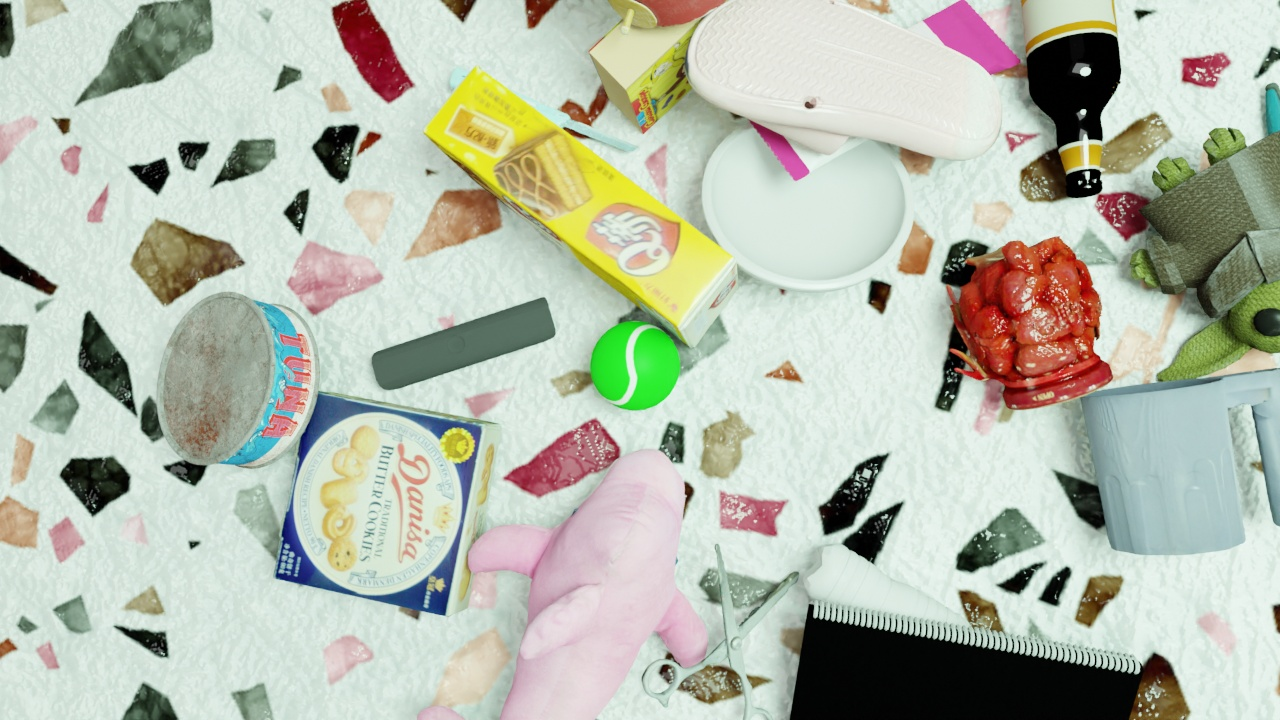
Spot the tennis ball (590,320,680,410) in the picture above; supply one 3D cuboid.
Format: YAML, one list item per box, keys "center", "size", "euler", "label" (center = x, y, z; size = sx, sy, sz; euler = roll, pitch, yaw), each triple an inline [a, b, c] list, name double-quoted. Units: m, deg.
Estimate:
- center: [-0.004, 0.004, 0.666]
  size: [0.065, 0.065, 0.065]
  euler: [-1, 84, 8]
  label: "tennis ball"

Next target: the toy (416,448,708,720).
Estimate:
- center: [-0.044, 0.182, 0.621]
  size: [0.187, 0.128, 0.265]
  euler: [24, 86, 4]
  label: "toy"

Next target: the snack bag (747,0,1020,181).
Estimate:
- center: [0.175, -0.198, 0.665]
  size: [0.196, 0.016, 0.070]
  euler: [-29, 70, -9]
  label: "snack bag"

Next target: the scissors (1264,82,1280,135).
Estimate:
- center: [0.468, -0.132, 0.637]
  size: [0.124, 0.019, 0.155]
  euler: [43, 90, 10]
  label: "scissors"

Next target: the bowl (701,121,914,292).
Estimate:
- center: [0.117, -0.108, 0.663]
  size: [0.149, 0.043, 0.149]
  euler: [0, 67, 0]
  label: "bowl"

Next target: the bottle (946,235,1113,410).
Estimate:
- center: [0.259, -0.027, 0.625]
  size: [0.099, 0.099, 0.111]
  euler: [-19, 92, 6]
  label: "bottle"

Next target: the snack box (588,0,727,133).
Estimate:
- center: [0.029, -0.238, 0.673]
  size: [0.126, 0.088, 0.040]
  euler: [-43, 81, 2]
  label: "snack box"

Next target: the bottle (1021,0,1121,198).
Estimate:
- center: [0.305, -0.205, 0.646]
  size: [0.059, 0.059, 0.181]
  euler: [-3, 84, 8]
  label: "bottle"

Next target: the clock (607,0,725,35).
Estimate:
- center: [0.030, -0.289, 0.589]
  size: [0.159, 0.081, 0.117]
  euler: [-37, 71, 11]
  label: "clock"

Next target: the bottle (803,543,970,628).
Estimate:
- center: [0.180, 0.177, 0.635]
  size: [0.136, 0.044, 0.044]
  euler: [30, 89, 10]
  label: "bottle"

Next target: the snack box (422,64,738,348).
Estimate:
- center: [-0.038, -0.106, 0.659]
  size: [0.230, 0.110, 0.061]
  euler: [38, 90, 10]
  label: "snack box"

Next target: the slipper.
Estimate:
- center: [0.139, -0.189, 0.624]
  size: [0.221, 0.056, 0.106]
  euler: [13, 69, -5]
  label: "slipper"

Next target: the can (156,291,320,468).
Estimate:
- center: [-0.306, 0.016, 0.696]
  size: [0.130, 0.044, 0.130]
  euler: [-6, 78, 28]
  label: "can"

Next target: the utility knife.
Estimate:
- center: [-0.077, -0.194, 0.722]
  size: [0.165, 0.015, 0.022]
  euler: [24, 56, 8]
  label: "utility knife"

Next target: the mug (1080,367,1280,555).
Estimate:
- center: [0.362, 0.065, 0.599]
  size: [0.124, 0.084, 0.104]
  euler: [-8, 88, 4]
  label: "mug"

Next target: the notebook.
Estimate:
- center: [0.206, 0.243, 0.612]
  size: [0.207, 0.016, 0.149]
  euler: [8, 109, 9]
  label: "notebook"

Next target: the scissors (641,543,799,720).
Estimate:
- center: [0.065, 0.212, 0.639]
  size: [0.141, 0.014, 0.175]
  euler: [-18, 98, -28]
  label: "scissors"

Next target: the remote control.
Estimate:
- center: [-0.137, -0.013, 0.712]
  size: [0.147, 0.015, 0.033]
  euler: [-18, 82, 6]
  label: "remote control"

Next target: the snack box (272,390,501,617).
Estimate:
- center: [-0.190, 0.105, 0.694]
  size: [0.145, 0.042, 0.144]
  euler: [9, 86, 9]
  label: "snack box"

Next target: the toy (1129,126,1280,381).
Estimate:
- center: [0.404, -0.077, 0.604]
  size: [0.180, 0.078, 0.152]
  euler: [-33, 79, 27]
  label: "toy"
